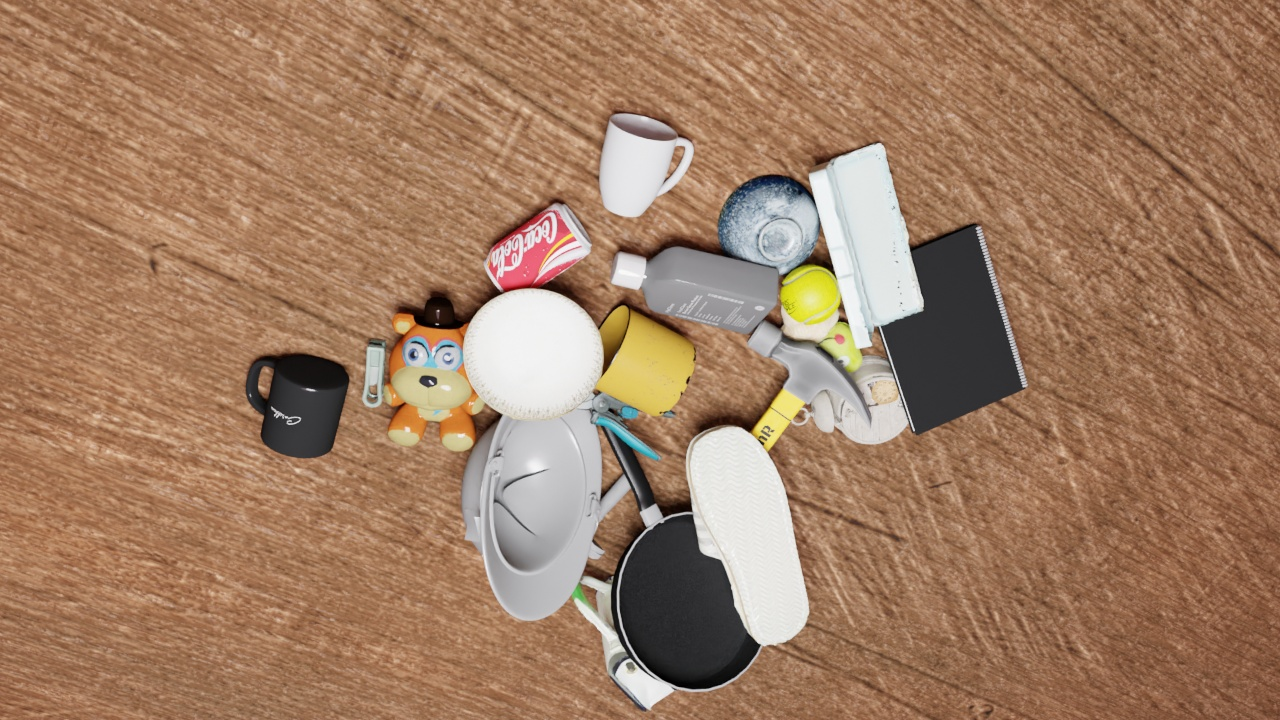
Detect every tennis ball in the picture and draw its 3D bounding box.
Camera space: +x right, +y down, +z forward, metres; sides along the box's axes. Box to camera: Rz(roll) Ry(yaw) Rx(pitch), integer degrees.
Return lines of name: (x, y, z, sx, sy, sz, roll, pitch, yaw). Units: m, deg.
tennis ball: (0.186, -0.072, 1.005, 0.065, 0.065, 0.065, -3, 115, -6)

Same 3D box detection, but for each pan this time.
pan: (0.026, 0.217, 1.094, 0.203, 0.044, 0.355, -25, 87, -29)

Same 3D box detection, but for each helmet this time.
helmet: (-0.146, 0.155, 1.045, 0.118, 0.270, 0.183, -10, 150, 37)

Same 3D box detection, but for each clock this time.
clock: (0.258, 0.057, 1.103, 0.157, 0.061, 0.103, -11, 115, -4)

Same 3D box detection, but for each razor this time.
razor: (-0.042, 0.176, 1.123, 0.116, 0.088, 0.047, -47, 117, -7)

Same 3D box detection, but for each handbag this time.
handbag: (-0.020, 0.326, 1.144, 0.074, 0.151, 0.176, -36, 113, 9)

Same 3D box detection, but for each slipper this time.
slipper: (0.126, 0.205, 1.078, 0.114, 0.054, 0.273, -22, 99, -8)

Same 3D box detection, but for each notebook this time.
notebook: (0.353, -0.035, 1.062, 0.149, 0.016, 0.207, -22, 102, -4)

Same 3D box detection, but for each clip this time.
clip: (-0.298, 0.014, 1.030, 0.023, 0.042, 0.076, 7, 113, -9)

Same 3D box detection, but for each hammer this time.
hammer: (0.136, 0.114, 1.102, 0.170, 0.034, 0.325, 33, 119, 1)

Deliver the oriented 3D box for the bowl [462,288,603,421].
bowl: (-0.113, -0.012, 0.984, 0.145, 0.063, 0.145, -1, 105, -3)

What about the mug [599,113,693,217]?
mug: (0.007, -0.200, 0.954, 0.107, 0.071, 0.090, -8, 129, -35)

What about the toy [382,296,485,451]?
toy: (-0.225, 0.015, 1.010, 0.112, 0.096, 0.176, 5, 103, -2)

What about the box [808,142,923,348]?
box: (0.243, -0.124, 0.990, 0.126, 0.074, 0.197, -24, 106, -19)

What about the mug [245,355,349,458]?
mug: (-0.384, 0.042, 1.011, 0.113, 0.078, 0.088, 25, 112, 10)

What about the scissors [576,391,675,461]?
scissors: (-0.021, 0.067, 1.077, 0.155, 0.019, 0.124, -15, 84, -28)

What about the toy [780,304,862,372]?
toy: (0.204, -0.025, 1.068, 0.092, 0.043, 0.118, -26, 114, 9)

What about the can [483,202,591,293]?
can: (-0.109, -0.115, 0.973, 0.105, 0.064, 0.064, -33, 115, 8)

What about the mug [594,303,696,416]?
mug: (-0.006, 0.006, 1.032, 0.094, 0.100, 0.124, 27, 149, -20)

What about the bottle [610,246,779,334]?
bottle: (0.054, -0.082, 0.999, 0.173, 0.046, 0.084, 12, 155, -12)

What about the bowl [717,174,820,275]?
bowl: (0.146, -0.139, 0.997, 0.114, 0.060, 0.114, -3, 115, -7)
